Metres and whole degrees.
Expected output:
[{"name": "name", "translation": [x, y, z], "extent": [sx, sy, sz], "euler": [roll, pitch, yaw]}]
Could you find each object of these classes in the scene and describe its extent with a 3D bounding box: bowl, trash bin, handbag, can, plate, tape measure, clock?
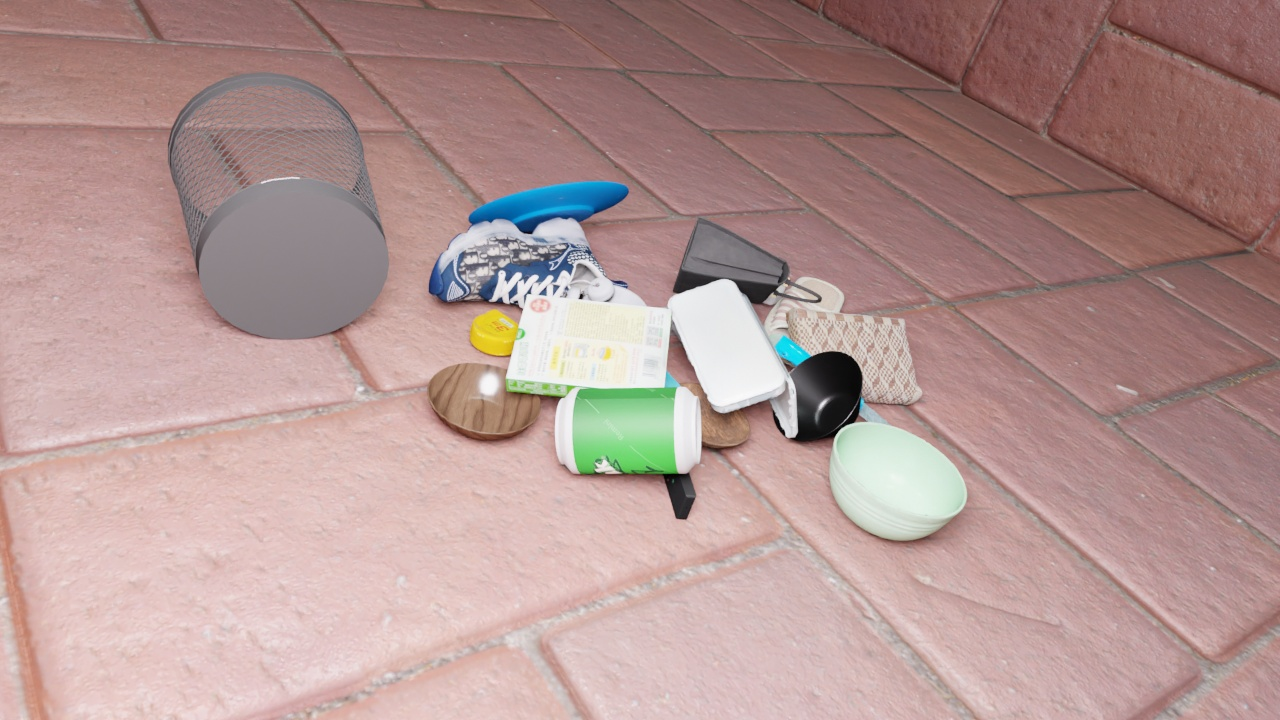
[{"name": "bowl", "translation": [-0.167, 0.050, 0.971], "extent": [0.119, 0.032, 0.119], "euler": [13, 33, -9]}, {"name": "trash bin", "translation": [-0.399, -0.168, 1.024], "extent": [0.217, 0.218, 0.227], "euler": [-2, 42, -29]}, {"name": "handbag", "translation": [0.281, -0.004, 1.228], "extent": [0.185, 0.047, 0.124], "euler": [5, 67, -22]}, {"name": "can", "translation": [-0.011, 0.071, 0.933], "extent": [0.140, 0.088, 0.087], "euler": [-1, 32, 9]}, {"name": "handbag", "translation": [0.153, -0.112, 1.248], "extent": [0.196, 0.072, 0.176], "euler": [18, -5, 0]}, {"name": "plate", "translation": [-0.124, -0.203, 1.268], "extent": [0.224, 0.024, 0.224], "euler": [-11, -2, 0]}, {"name": "bowl", "translation": [0.271, 0.143, 1.007], "extent": [0.151, 0.077, 0.150], "euler": [13, 33, -9]}, {"name": "tape measure", "translation": [-0.171, -0.029, 1.090], "extent": [0.068, 0.030, 0.058], "euler": [32, 35, 24]}, {"name": "clock", "translation": [-0.044, -0.060, 1.122], "extent": [0.122, 0.095, 0.035], "euler": [42, 49, -35]}, {"name": "bowl", "translation": [0.228, 0.055, 1.117], "extent": [0.052, 0.124, 0.124], "euler": [38, 19, -35]}, {"name": "bowl", "translation": [0.073, 0.070, 1.065], "extent": [0.102, 0.026, 0.114], "euler": [4, 35, -23]}]

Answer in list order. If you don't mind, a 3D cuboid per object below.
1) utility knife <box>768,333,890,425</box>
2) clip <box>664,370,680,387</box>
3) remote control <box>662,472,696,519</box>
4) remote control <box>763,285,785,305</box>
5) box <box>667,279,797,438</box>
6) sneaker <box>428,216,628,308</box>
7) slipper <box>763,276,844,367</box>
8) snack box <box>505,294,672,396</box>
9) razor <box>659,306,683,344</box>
[{"name": "utility knife", "translation": [0.248, 0.036, 1.161], "extent": [0.220, 0.015, 0.031], "euler": [39, 64, 3]}, {"name": "clip", "translation": [-0.009, 0.009, 1.082], "extent": [0.033, 0.120, 0.122], "euler": [-16, 77, -41]}, {"name": "remote control", "translation": [0.032, 0.105, 0.985], "extent": [0.013, 0.034, 0.149], "euler": [7, 34, -18]}, {"name": "remote control", "translation": [0.164, -0.123, 1.396], "extent": [0.114, 0.028, 0.060], "euler": [27, 34, 13]}, {"name": "box", "translation": [0.109, 0.005, 1.114], "extent": [0.105, 0.129, 0.210], "euler": [-17, 38, -2]}, {"name": "sneaker", "translation": [-0.137, -0.104, 1.167], "extent": [0.132, 0.103, 0.268], "euler": [43, 37, 24]}, {"name": "slipper", "translation": [0.249, -0.067, 1.334], "extent": [0.115, 0.052, 0.262], "euler": [23, 33, 9]}, {"name": "snack box", "translation": [-0.053, -0.013, 1.011], "extent": [0.168, 0.027, 0.131], "euler": [6, 47, 1]}, {"name": "razor", "translation": [0.065, -0.021, 1.190], "extent": [0.088, 0.047, 0.116], "euler": [-8, 48, -34]}]
